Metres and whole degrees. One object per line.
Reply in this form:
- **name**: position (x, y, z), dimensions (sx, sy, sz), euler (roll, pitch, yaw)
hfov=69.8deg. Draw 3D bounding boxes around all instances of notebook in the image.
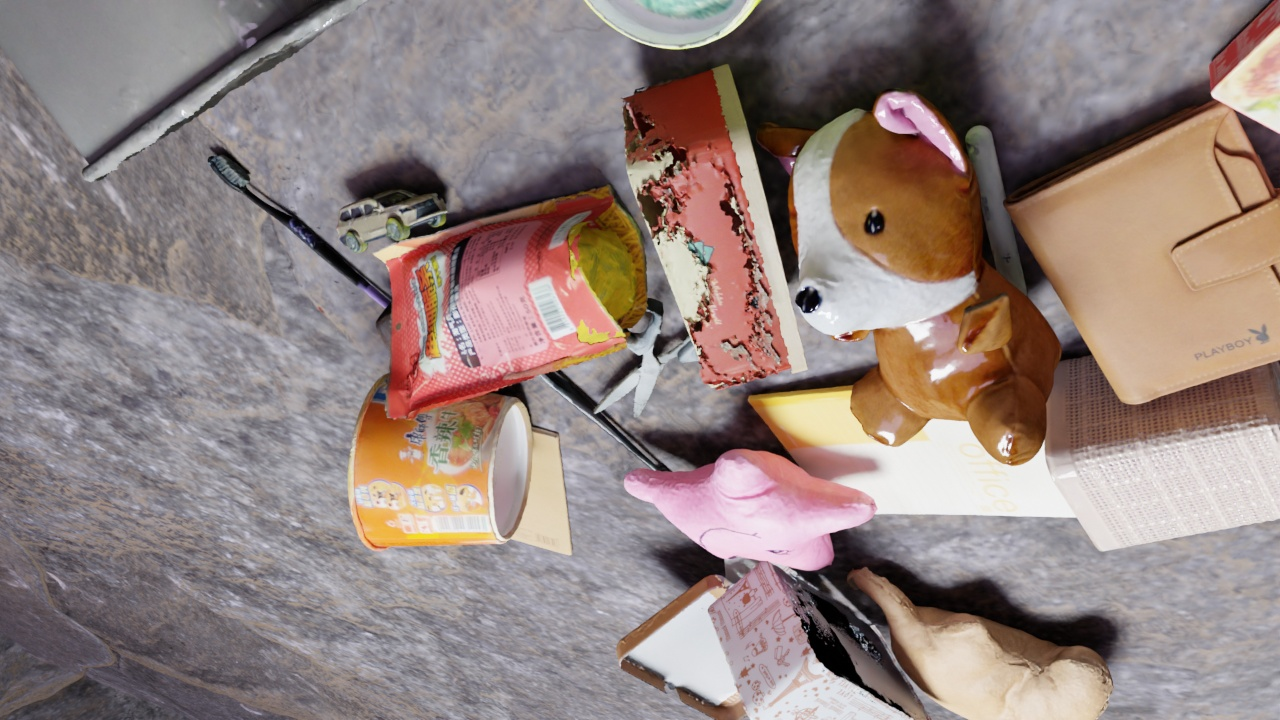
- **notebook**: position (0.193, 0.064, 0.639), dimensions (0.207, 0.010, 0.146), euler (-7, 133, 43)
- **notebook**: position (-0.143, 0.119, 0.901), dimensions (0.149, 0.012, 0.212), euler (14, 141, 12)

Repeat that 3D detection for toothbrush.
- **toothbrush**: position (-0.253, -0.093, 0.714), dimensions (0.017, 0.014, 0.189), euler (-32, 116, 34)
- **toothbrush**: position (-0.031, 0.053, 0.762), dimensions (0.181, 0.015, 0.018), euler (45, 147, -24)
- **toothbrush**: position (0.204, -0.049, 0.512), dimensions (0.029, 0.020, 0.190), euler (49, 170, 53)

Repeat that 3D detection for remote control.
- **remote control**: position (0.109, 0.208, 0.858), dimensions (0.058, 0.021, 0.150), euler (6, 139, 12)

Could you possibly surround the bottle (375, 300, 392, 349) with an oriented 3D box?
- **bottle**: position (-0.108, -0.024, 0.691), dimensions (0.195, 0.043, 0.080), euler (-5, 131, 32)

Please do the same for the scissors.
- **scissors**: position (0.011, 0.004, 0.669), dimensions (0.166, 0.014, 0.163), euler (-11, 148, 22)

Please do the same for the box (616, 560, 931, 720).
- **box**: position (0.114, 0.293, 0.806), dimensions (0.206, 0.157, 0.180), euler (-40, 123, 17)

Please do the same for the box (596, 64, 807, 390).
- **box**: position (0.036, -0.065, 0.511), dimensions (0.077, 0.091, 0.168), euler (-15, 131, 10)

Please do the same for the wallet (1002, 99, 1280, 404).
- **wallet**: position (0.260, -0.048, 0.450), dimensions (0.108, 0.031, 0.132), euler (-25, 106, 40)

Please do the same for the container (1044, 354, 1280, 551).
- **container**: position (0.300, 0.042, 0.514), dimensions (0.111, 0.090, 0.090), euler (-20, 124, 38)

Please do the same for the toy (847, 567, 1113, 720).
- **toy**: position (0.276, 0.252, 0.782), dimensions (0.226, 0.082, 0.144), euler (20, 137, 11)

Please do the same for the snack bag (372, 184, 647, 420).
- **snack bag**: position (-0.099, -0.039, 0.618), dimensions (0.208, 0.128, 0.073), euler (-14, 168, 31)

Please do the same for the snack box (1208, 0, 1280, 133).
- **snack box**: position (0.303, -0.145, 0.341), dimensions (0.075, 0.025, 0.153), euler (27, 142, -3)

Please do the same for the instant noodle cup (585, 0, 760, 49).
- **instant noodle cup**: position (0.027, -0.187, 0.362), dimensions (0.112, 0.123, 0.112), euler (15, 141, 12)

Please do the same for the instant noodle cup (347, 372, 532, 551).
- **instant noodle cup**: position (-0.158, 0.087, 0.763), dimensions (0.111, 0.151, 0.152), euler (3, 138, 9)

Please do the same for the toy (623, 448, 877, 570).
- **toy**: position (0.099, 0.120, 0.718), dimensions (0.178, 0.074, 0.195), euler (33, 150, -26)

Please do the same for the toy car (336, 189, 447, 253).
- **toy car**: position (-0.174, -0.100, 0.638), dimensions (0.091, 0.042, 0.035), euler (-3, 112, 39)

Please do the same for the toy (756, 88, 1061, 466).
- **toy**: position (0.134, -0.042, 0.477), dimensions (0.140, 0.130, 0.199), euler (4, 124, 56)

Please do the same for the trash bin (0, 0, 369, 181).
- **trash bin**: position (-0.213, -0.233, 0.397), dimensions (0.199, 0.198, 0.220), euler (-12, 122, 36)
